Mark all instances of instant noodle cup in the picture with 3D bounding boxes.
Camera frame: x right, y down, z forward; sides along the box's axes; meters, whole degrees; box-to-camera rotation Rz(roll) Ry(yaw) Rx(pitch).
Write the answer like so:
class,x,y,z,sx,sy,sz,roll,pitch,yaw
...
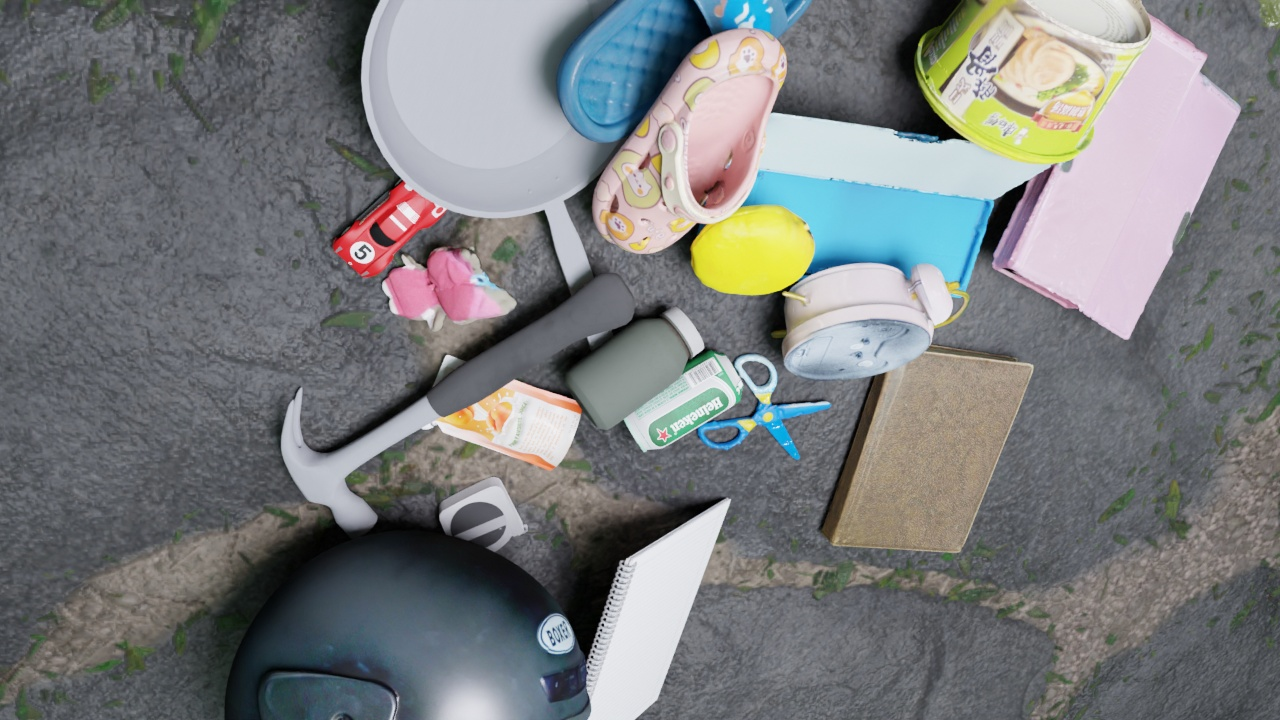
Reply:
class,x,y,z,sx,sy,sz,roll,pitch,yaw
instant noodle cup,0.282,-0.223,0.657,0.146,0.146,0.098,5,145,-16

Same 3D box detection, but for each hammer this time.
class,x,y,z,sx,sy,sz,roll,pitch,yaw
hammer,-0.144,0.021,0.718,0.311,0.029,0.125,-31,111,9

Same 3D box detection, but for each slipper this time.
class,x,y,z,sx,sy,sz,roll,pitch,yaw
slipper,0.042,-0.131,0.627,0.093,0.081,0.198,-7,151,-35
slipper,0.037,-0.225,0.618,0.213,0.059,0.104,-36,134,-8

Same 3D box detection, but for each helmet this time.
class,x,y,z,sx,sy,sz,roll,pitch,yaw
helmet,-0.156,0.264,0.708,0.316,0.249,0.236,24,90,16

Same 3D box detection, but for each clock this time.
class,x,y,z,sx,sy,sz,roll,pitch,yaw
clock,0.190,-0.033,0.749,0.158,0.058,0.117,-5,157,0

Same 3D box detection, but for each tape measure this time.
class,x,y,z,sx,sy,sz,roll,pitch,yaw
tape measure,-0.139,0.140,0.804,0.065,0.016,0.064,-23,117,-3

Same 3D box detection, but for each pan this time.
class,x,y,z,sx,sy,sz,roll,pitch,yaw
pan,-0.072,-0.136,0.671,0.200,0.051,0.357,-27,133,-12

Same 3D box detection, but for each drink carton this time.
class,x,y,z,sx,sy,sz,roll,pitch,yaw
drink carton,-0.117,0.045,0.760,0.122,0.039,0.069,22,107,-16

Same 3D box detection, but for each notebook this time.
class,x,y,z,sx,sy,sz,roll,pitch,yaw
notebook,0.001,0.252,0.830,0.177,0.013,0.246,-16,128,-56
notebook,0.250,0.082,0.864,0.190,0.034,0.216,8,112,-16

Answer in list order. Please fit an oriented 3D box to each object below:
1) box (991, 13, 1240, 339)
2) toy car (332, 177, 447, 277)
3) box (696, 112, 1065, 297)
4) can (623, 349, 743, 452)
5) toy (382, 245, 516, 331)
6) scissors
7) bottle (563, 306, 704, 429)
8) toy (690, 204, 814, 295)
class,x,y,z,sx,sy,sz,roll,pitch,yaw
box,0.413,-0.149,0.771,0.179,0.039,0.232,22,94,-22
toy car,-0.184,-0.100,0.677,0.089,0.025,0.038,-41,117,6
box,0.177,-0.132,0.729,0.243,0.071,0.171,4,141,-15
can,0.036,0.034,0.778,0.101,0.053,0.053,-31,118,1
toy,-0.146,-0.059,0.696,0.103,0.050,0.065,-8,122,28
scissors,0.112,0.042,0.826,0.125,0.015,0.127,-7,118,-9
bottle,-0.004,0.004,0.741,0.108,0.060,0.060,-36,118,-8
toy,0.084,-0.080,0.688,0.094,0.041,0.095,-22,143,27
